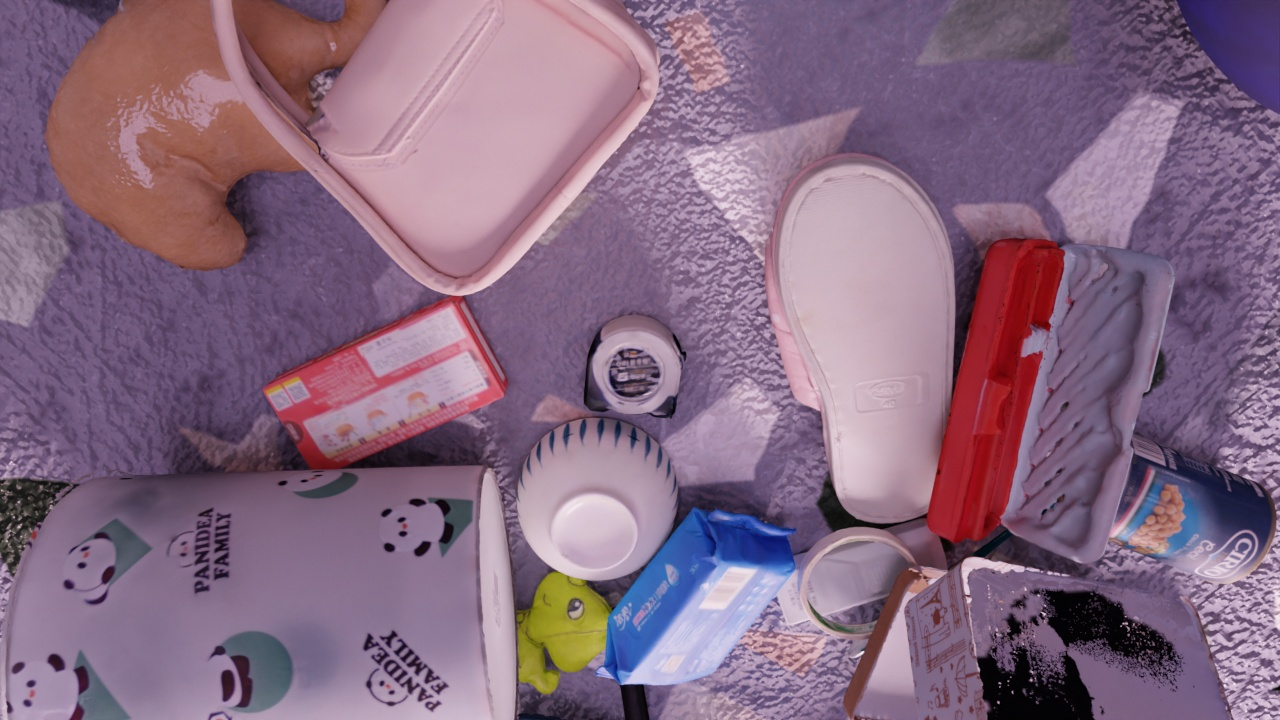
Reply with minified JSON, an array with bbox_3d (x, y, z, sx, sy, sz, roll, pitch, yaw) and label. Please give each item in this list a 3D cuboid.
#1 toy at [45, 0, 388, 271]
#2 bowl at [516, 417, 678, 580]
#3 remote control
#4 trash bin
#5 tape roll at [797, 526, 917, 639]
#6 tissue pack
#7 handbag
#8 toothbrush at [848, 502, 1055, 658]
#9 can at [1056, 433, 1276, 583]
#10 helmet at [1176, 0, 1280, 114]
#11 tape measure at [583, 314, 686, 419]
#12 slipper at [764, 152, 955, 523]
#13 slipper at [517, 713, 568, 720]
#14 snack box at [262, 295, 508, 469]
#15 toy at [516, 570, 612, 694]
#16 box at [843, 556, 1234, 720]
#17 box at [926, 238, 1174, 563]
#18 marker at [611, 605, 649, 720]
[{"bbox_3d":[-0.255,-0.162,0.552,0.226,0.082,0.143,-44,117,11],"label":"toy"},{"bbox_3d":[-0.031,0.105,0.639,0.116,0.066,0.116,0,109,1],"label":"bowl"},{"bbox_3d":[0.160,0.156,0.673,0.125,0.024,0.049,-19,107,8],"label":"remote control"},{"bbox_3d":[-0.214,0.172,0.592,0.252,0.229,0.230,-5,108,-2],"label":"trash bin"},{"bbox_3d":[0.155,0.159,0.653,0.086,0.014,0.086,0,109,1],"label":"tape roll"},{"bbox_3d":[0.038,0.169,0.651,0.095,0.052,0.157,20,111,-43],"label":"tissue pack"},{"bbox_3d":[-0.125,-0.169,0.511,0.234,0.093,0.194,35,107,-23],"label":"handbag"},{"bbox_3d":[0.230,0.164,0.679,0.192,0.016,0.018,-43,113,14],"label":"toothbrush"},{"bbox_3d":[0.351,0.097,0.621,0.111,0.075,0.075,21,108,-5],"label":"can"},{"bbox_3d":[0.417,-0.233,0.419,0.316,0.246,0.240,-16,147,12],"label":"helmet"},{"bbox_3d":[-0.004,0.004,0.621,0.066,0.033,0.066,8,111,-3],"label":"tape measure"},{"bbox_3d":[0.149,-0.008,0.600,0.114,0.054,0.275,-14,119,10],"label":"slipper"},{"bbox_3d":[-0.015,0.360,0.699,0.253,0.095,0.105,23,121,-4],"label":"slipper"},{"bbox_3d":[-0.175,0.018,0.635,0.153,0.025,0.075,-24,107,9],"label":"snack box"},{"bbox_3d":[-0.065,0.205,0.691,0.100,0.031,0.097,-9,98,13],"label":"toy"},{"bbox_3d":[0.250,0.229,0.624,0.182,0.154,0.185,12,141,-10],"label":"box"},{"bbox_3d":[0.261,0.027,0.578,0.102,0.095,0.201,19,107,39],"label":"box"},{"bbox_3d":[-0.006,0.251,0.711,0.022,0.020,0.132,8,114,40],"label":"marker"}]
